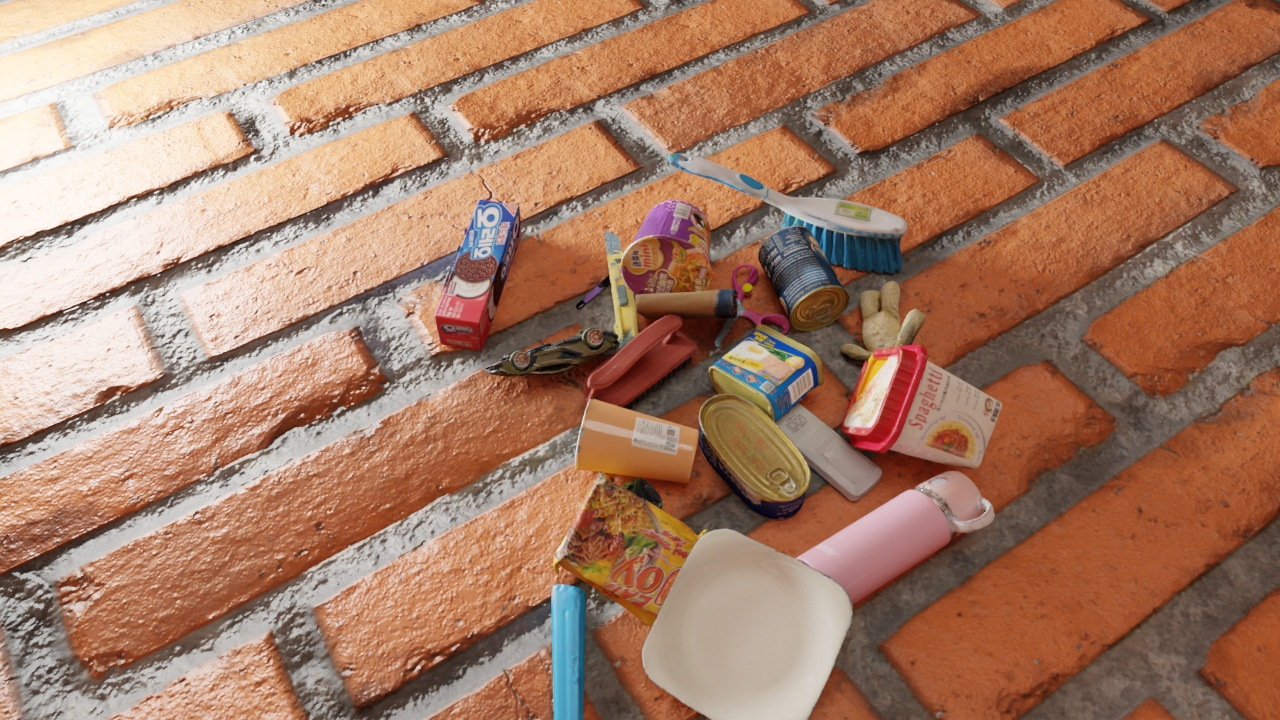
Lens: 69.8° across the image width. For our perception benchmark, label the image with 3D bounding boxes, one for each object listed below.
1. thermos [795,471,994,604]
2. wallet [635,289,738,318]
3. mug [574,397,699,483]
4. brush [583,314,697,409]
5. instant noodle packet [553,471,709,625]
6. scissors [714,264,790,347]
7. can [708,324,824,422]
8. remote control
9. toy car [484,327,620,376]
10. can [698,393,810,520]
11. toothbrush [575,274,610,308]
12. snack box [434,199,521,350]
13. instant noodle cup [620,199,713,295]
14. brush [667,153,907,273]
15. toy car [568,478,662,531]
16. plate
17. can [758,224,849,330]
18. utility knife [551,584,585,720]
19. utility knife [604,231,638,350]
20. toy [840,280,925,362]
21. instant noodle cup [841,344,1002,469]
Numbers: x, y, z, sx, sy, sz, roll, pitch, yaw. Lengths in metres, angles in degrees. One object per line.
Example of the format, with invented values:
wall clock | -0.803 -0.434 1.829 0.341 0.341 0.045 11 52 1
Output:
thermos | 0.253 0.179 0.901 0.198 0.067 0.087 -25 19 -17
wallet | 0.057 -0.065 1.084 0.115 0.090 0.033 -2 88 10
mug | -0.002 0.090 0.979 0.123 0.078 0.078 11 54 4
brush | -0.006 0.006 1.043 0.145 0.069 0.063 -37 60 -24
instant noodle packet | -0.010 0.186 0.898 0.128 0.044 0.110 29 80 5
scissors | 0.125 -0.065 1.130 0.134 0.017 0.133 21 61 16
can | 0.140 0.016 1.031 0.083 0.057 0.102 -38 45 -21
remote control | 0.202 0.098 0.998 0.049 0.024 0.125 -37 60 -24
toy car | -0.101 -0.005 1.059 0.158 0.070 0.042 -15 93 -9
can | 0.119 0.102 0.980 0.074 0.049 0.148 -30 58 -20
toothbrush | -0.018 -0.126 1.178 0.014 0.017 0.188 31 61 29
snack box | -0.200 -0.111 1.145 0.058 0.057 0.207 8 53 4
instant noodle cup | 0.039 -0.137 1.135 0.111 0.112 0.099 8 44 7
brush | 0.185 -0.190 1.164 0.315 0.110 0.060 14 57 11
toy car | -0.025 0.167 0.945 0.105 0.032 0.048 -36 68 -11
plate | 0.099 0.255 0.853 0.164 0.034 0.164 25 77 19
can | 0.196 -0.102 1.117 0.075 0.075 0.111 -14 53 -10
utility knife | -0.068 0.296 0.856 0.034 0.018 0.181 -11 53 11
utility knife | -0.025 -0.089 1.145 0.031 0.019 0.183 -5 54 -7
toy | 0.288 -0.030 1.077 0.105 0.066 0.157 -21 43 26
instant noodle cup | 0.295 0.055 0.961 0.124 0.117 0.116 23 86 -7
